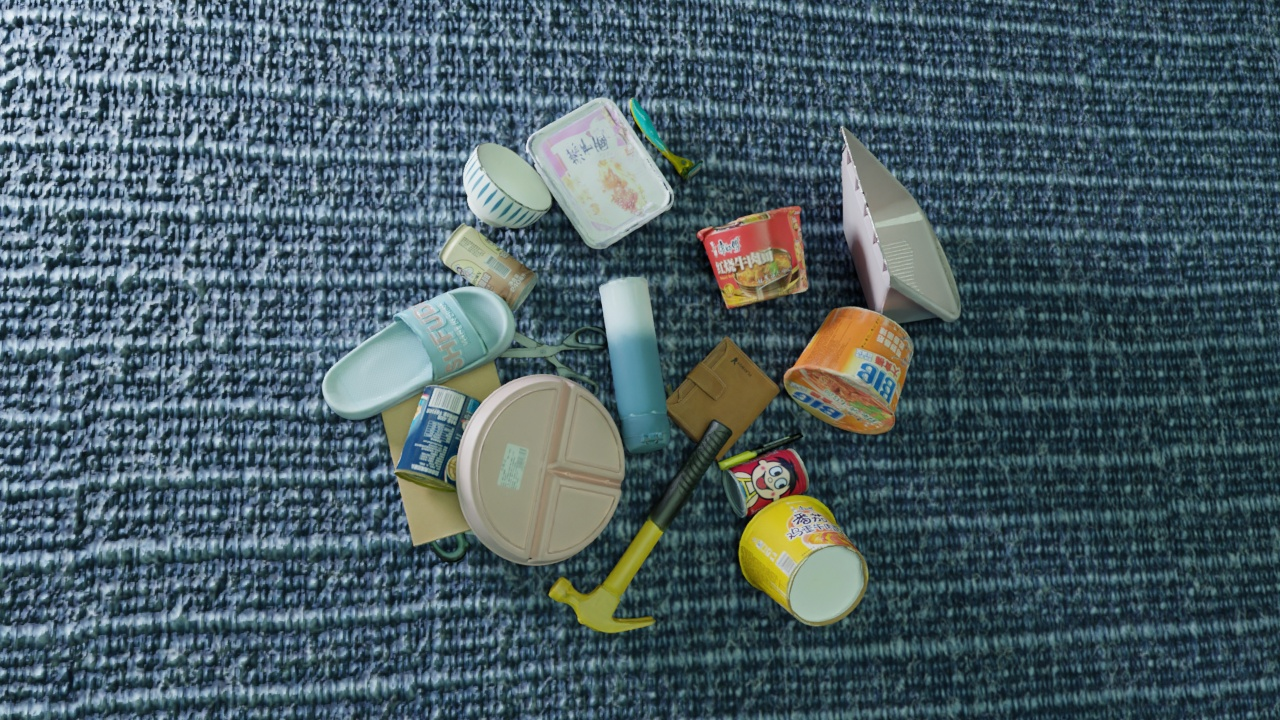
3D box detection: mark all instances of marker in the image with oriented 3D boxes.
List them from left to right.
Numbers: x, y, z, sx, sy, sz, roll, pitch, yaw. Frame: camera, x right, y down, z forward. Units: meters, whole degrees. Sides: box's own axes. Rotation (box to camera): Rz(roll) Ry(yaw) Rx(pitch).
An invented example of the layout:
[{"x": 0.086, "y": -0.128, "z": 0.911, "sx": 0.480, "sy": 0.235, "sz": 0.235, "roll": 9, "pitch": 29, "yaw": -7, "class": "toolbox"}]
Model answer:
[{"x": 0.160, "y": 0.119, "z": 1.206, "sx": 0.124, "sy": 0.018, "sz": 0.015, "roll": -19, "pitch": 87, "yaw": -14, "class": "marker"}]

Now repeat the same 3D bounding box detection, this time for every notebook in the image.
[{"x": -0.227, "y": 0.103, "z": 1.118, "sx": 0.149, "sy": 0.012, "sz": 0.211, "roll": -15, "pitch": 75, "yaw": -12, "class": "notebook"}]

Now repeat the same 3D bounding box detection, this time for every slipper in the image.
[{"x": -0.270, "y": -0.015, "z": 1.101, "sx": 0.245, "sy": 0.074, "sz": 0.104, "roll": -30, "pitch": 76, "yaw": -8, "class": "slipper"}]

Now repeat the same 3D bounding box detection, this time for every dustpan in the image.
[{"x": 0.348, "y": -0.162, "z": 1.183, "sx": 0.139, "sy": 0.273, "sz": 0.222, "roll": -13, "pitch": 69, "yaw": 5, "class": "dustpan"}]

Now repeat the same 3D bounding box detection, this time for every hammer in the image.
[{"x": 0.020, "y": 0.205, "z": 1.143, "sx": 0.129, "sy": 0.033, "sz": 0.300, "roll": 36, "pitch": 83, "yaw": -7, "class": "hammer"}]

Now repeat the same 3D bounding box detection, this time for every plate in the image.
[{"x": -0.111, "y": 0.131, "z": 1.099, "sx": 0.229, "sy": 0.028, "sz": 0.229, "roll": 2, "pitch": 87, "yaw": -35, "class": "plate"}]

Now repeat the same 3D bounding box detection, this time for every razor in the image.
[{"x": 0.028, "y": -0.300, "z": 1.241, "sx": 0.132, "sy": 0.028, "sz": 0.043, "roll": 48, "pitch": 52, "yaw": -4, "class": "razor"}]

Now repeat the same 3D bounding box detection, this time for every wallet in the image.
[{"x": 0.100, "y": 0.045, "z": 1.201, "sx": 0.119, "sy": 0.035, "sz": 0.130, "roll": 45, "pitch": 76, "yaw": -8, "class": "wallet"}]

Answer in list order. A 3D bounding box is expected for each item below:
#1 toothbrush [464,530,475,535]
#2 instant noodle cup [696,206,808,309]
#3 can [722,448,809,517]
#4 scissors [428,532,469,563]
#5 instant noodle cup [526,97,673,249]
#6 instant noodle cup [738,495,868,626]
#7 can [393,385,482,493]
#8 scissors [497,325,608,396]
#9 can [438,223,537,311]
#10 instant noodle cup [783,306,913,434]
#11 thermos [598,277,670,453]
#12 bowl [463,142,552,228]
[{"x": -0.174, "y": 0.212, "z": 1.128, "sx": 0.191, "sy": 0.018, "sz": 0.016, "roll": 11, "pitch": 79, "yaw": -7, "class": "toothbrush"}, {"x": 0.153, "y": -0.131, "z": 1.192, "sx": 0.137, "sy": 0.138, "sz": 0.108, "roll": -15, "pitch": 93, "yaw": -13, "class": "instant noodle cup"}, {"x": 0.160, "y": 0.155, "z": 1.175, "sx": 0.093, "sy": 0.067, "sz": 0.066, "roll": -18, "pitch": 85, "yaw": -14, "class": "can"}, {"x": -0.203, "y": 0.173, "z": 1.116, "sx": 0.170, "sy": 0.019, "sz": 0.180, "roll": 37, "pitch": 70, "yaw": 2, "class": "scissors"}, {"x": -0.056, "y": -0.237, "z": 1.199, "sx": 0.138, "sy": 0.060, "sz": 0.173, "roll": -33, "pitch": 87, "yaw": -14, "class": "instant noodle cup"}, {"x": 0.205, "y": 0.249, "z": 1.123, "sx": 0.138, "sy": 0.110, "sz": 0.138, "roll": -5, "pitch": 108, "yaw": -17, "class": "instant noodle cup"}, {"x": -0.234, "y": 0.091, "z": 1.076, "sx": 0.075, "sy": 0.075, "sz": 0.111, "roll": 19, "pitch": 71, "yaw": -8, "class": "can"}, {"x": -0.117, "y": -0.009, "z": 1.168, "sx": 0.175, "sy": 0.014, "sz": 0.159, "roll": -30, "pitch": 91, "yaw": -17, "class": "scissors"}, {"x": -0.190, "y": -0.116, "z": 1.153, "sx": 0.116, "sy": 0.059, "sz": 0.058, "roll": 36, "pitch": 76, "yaw": -4, "class": "can"}, {"x": 0.276, "y": 0.009, "z": 1.186, "sx": 0.151, "sy": 0.152, "sz": 0.111, "roll": 32, "pitch": 68, "yaw": -5, "class": "instant noodle cup"}, {"x": -0.007, "y": 0.007, "z": 1.165, "sx": 0.070, "sy": 0.070, "sz": 0.220, "roll": -7, "pitch": 81, "yaw": -12, "class": "thermos"}, {"x": -0.176, "y": -0.211, "z": 1.156, "sx": 0.116, "sy": 0.116, "sz": 0.066, "roll": 47, "pitch": 117, "yaw": -1, "class": "bowl"}]
